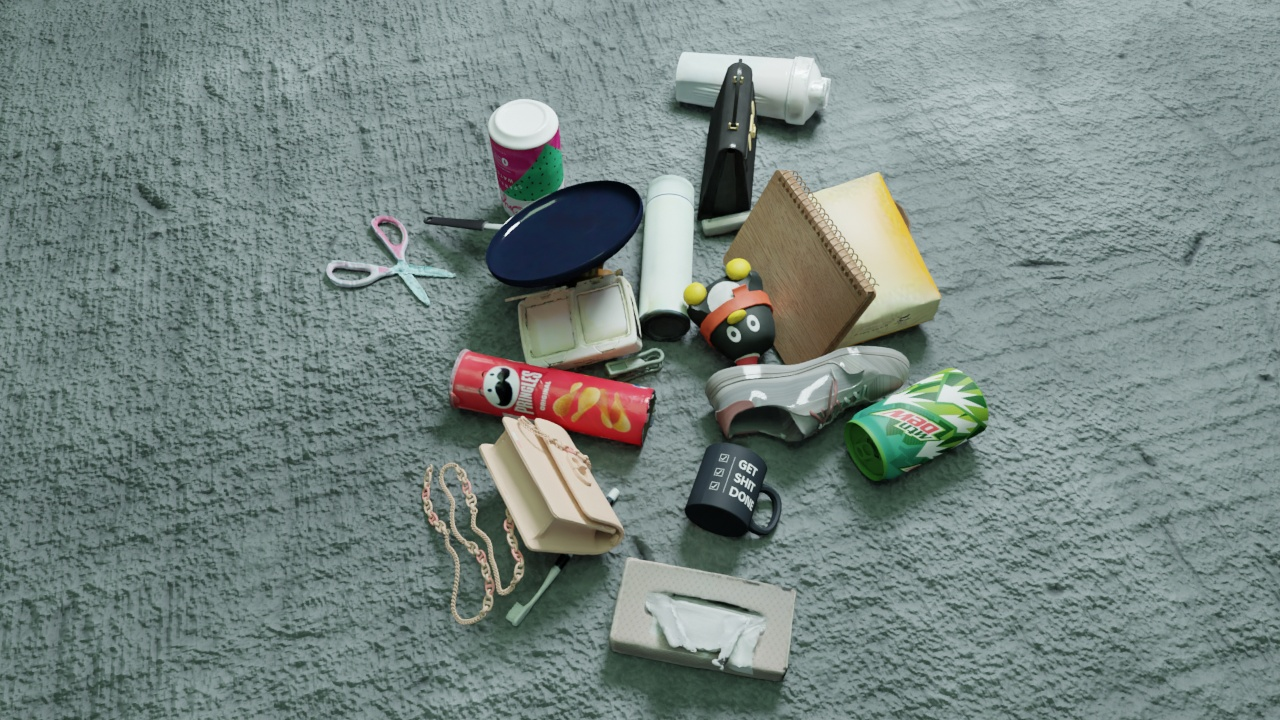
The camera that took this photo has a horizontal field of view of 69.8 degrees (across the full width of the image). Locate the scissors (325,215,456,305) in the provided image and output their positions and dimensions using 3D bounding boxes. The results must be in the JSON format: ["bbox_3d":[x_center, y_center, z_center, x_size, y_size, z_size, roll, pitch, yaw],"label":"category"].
[{"bbox_3d":[-0.337,-0.120,1.213,0.158,0.014,0.172,-30,65,-19],"label":"scissors"}]

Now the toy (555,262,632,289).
[{"bbox_3d":[-0.060,-0.107,1.175,0.100,0.063,0.076,14,79,-3],"label":"toy"}]

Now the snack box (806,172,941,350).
[{"bbox_3d":[0.263,-0.126,1.142,0.145,0.081,0.195,-18,66,-1],"label":"snack box"}]

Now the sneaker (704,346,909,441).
[{"bbox_3d":[0.196,0.050,1.047,0.236,0.099,0.089,-9,56,3],"label":"sneaker"}]

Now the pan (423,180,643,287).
[{"bbox_3d":[-0.151,-0.162,1.139,0.357,0.021,0.198,11,50,37],"label":"pan"}]

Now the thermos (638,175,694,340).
[{"bbox_3d":[0.035,-0.136,1.186,0.068,0.068,0.229,3,57,2],"label":"thermos"}]

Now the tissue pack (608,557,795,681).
[{"bbox_3d":[0.063,0.264,0.927,0.181,0.071,0.103,12,57,4],"label":"tissue pack"}]

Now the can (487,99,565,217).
[{"bbox_3d":[-0.146,-0.256,1.205,0.088,0.166,0.088,0,57,0],"label":"can"}]

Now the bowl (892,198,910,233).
[{"bbox_3d":[0.297,-0.168,1.217,0.118,0.030,0.117,-3,67,6],"label":"bowl"}]

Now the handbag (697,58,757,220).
[{"bbox_3d":[0.124,-0.315,1.223,0.072,0.196,0.175,6,57,4],"label":"handbag"}]

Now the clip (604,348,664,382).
[{"bbox_3d":[-0.006,0.008,1.116,0.076,0.048,0.023,-19,61,-15],"label":"clip"}]

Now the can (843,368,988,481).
[{"bbox_3d":[0.310,0.073,1.035,0.144,0.083,0.083,-24,60,-14],"label":"can"}]

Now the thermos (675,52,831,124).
[{"bbox_3d":[0.166,-0.406,1.348,0.220,0.099,0.099,12,58,13],"label":"thermos"}]

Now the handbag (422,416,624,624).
[{"bbox_3d":[-0.131,0.167,1.007,0.187,0.116,0.198,-49,50,17],"label":"handbag"}]

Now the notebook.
[{"bbox_3d":[0.187,-0.106,1.106,0.022,0.170,0.210,-6,54,-31],"label":"notebook"}]

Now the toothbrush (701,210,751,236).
[{"bbox_3d":[0.173,-0.196,1.217,0.186,0.022,0.024,-12,95,15],"label":"toothbrush"}]

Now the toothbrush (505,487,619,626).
[{"bbox_3d":[-0.082,0.209,0.994,0.017,0.012,0.186,29,61,22],"label":"toothbrush"}]

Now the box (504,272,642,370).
[{"bbox_3d":[-0.091,-0.095,1.095,0.143,0.101,0.194,-15,73,8],"label":"box"}]

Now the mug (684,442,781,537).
[{"bbox_3d":[0.108,0.149,1.004,0.105,0.071,0.077,30,59,-12],"label":"mug"}]

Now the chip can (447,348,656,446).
[{"bbox_3d":[-0.100,0.044,1.066,0.233,0.073,0.073,11,58,7],"label":"chip can"}]

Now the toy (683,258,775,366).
[{"bbox_3d":[0.119,-0.045,1.108,0.097,0.100,0.119,-30,66,5],"label":"toy"}]
